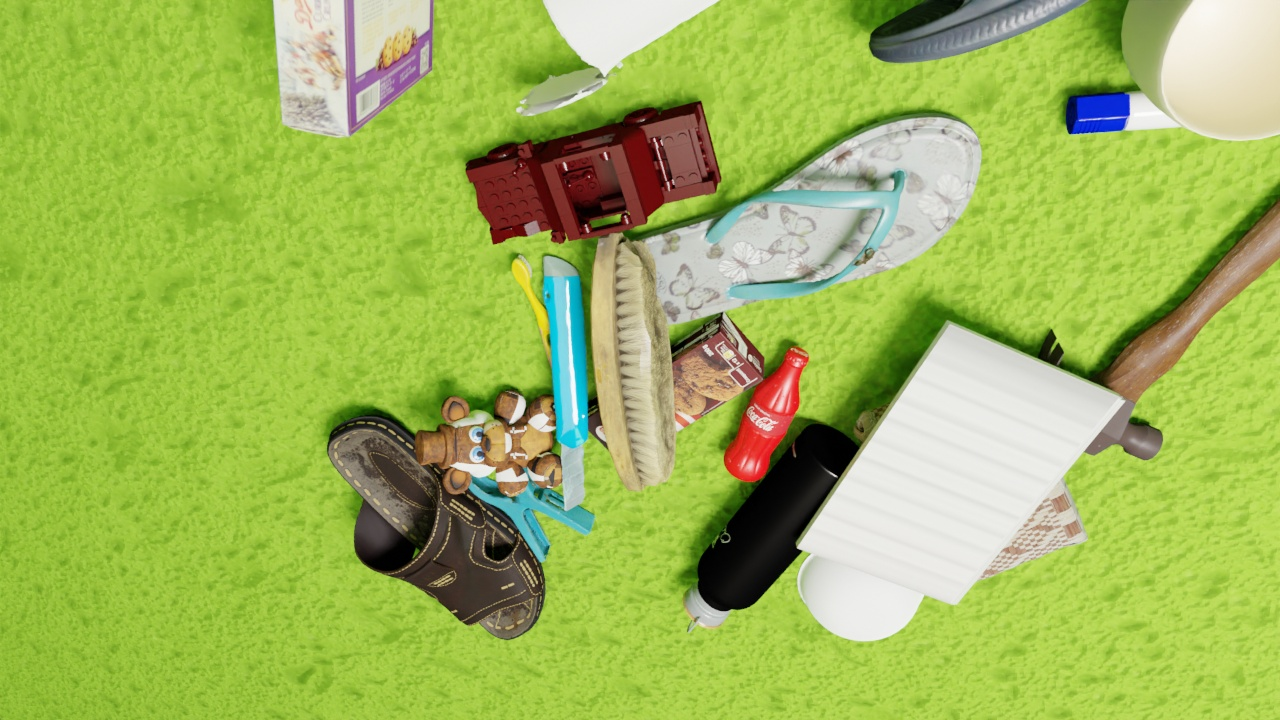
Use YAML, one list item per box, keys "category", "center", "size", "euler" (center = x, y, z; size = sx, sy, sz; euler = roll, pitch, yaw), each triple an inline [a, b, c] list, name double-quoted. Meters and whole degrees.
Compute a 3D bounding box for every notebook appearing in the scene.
- category: "notebook"
  center: [0.227, 0.084, 0.667]
  size: [0.142, 0.009, 0.210]
  euler: [21, 118, -10]

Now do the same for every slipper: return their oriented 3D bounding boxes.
- category: "slipper"
  center: [-0.181, 0.161, 0.812]
  size: [0.113, 0.075, 0.268]
  euler: [-25, 114, 24]
- category: "slipper"
  center: [0.234, -0.242, 0.465]
  size: [0.269, 0.110, 0.083]
  euler: [-26, 111, 20]
- category: "slipper"
  center: [0.102, -0.077, 0.625]
  size: [0.269, 0.054, 0.098]
  euler: [-21, 118, 23]

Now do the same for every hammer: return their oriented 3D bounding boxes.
- category: "hammer"
  center: [0.387, -0.061, 0.596]
  size: [0.115, 0.033, 0.324]
  euler: [27, 122, -9]

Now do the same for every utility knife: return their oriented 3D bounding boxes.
- category: "utility knife"
  center: [-0.056, 0.021, 0.708]
  size: [0.031, 0.015, 0.205]
  euler: [-1, 103, 0]

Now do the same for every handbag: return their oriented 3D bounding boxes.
- category: "handbag"
  center: [0.253, 0.088, 0.705]
  size: [0.124, 0.047, 0.186]
  euler: [-26, 115, 15]

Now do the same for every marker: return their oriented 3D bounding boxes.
- category: "marker"
  center: [0.329, -0.153, 0.549]
  size: [0.133, 0.027, 0.023]
  euler: [-2, 90, 11]

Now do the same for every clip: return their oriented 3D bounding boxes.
- category: "clip"
  center: [-0.114, 0.127, 0.809]
  size: [0.114, 0.028, 0.127]
  euler: [-26, 113, 18]

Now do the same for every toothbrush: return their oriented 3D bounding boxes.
- category: "toothbrush"
  center: [-0.071, -0.022, 0.714]
  size: [0.021, 0.016, 0.135]
  euler: [-12, 121, 15]

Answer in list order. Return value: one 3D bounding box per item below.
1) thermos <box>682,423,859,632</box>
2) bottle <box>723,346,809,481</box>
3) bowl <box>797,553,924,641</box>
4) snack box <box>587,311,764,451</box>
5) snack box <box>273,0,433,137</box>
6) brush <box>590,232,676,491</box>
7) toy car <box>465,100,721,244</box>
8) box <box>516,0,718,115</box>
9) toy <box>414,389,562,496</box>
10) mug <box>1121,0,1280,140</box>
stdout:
- category: "thermos"
  center: [0.098, 0.153, 0.764]
  size: [0.061, 0.061, 0.232]
  euler: [28, 123, -7]
- category: "bottle"
  center: [0.099, 0.041, 0.707]
  size: [0.036, 0.036, 0.119]
  euler: [19, 123, -2]
- category: "bowl"
  center: [0.192, 0.208, 0.794]
  size: [0.110, 0.040, 0.110]
  euler: [5, 123, 7]
- category: "snack box"
  center: [0.024, 0.024, 0.713]
  size: [0.141, 0.031, 0.051]
  euler: [-34, 111, 27]
- category: "snack box"
  center: [-0.158, -0.222, 0.526]
  size: [0.040, 0.143, 0.148]
  euler: [12, 123, 3]
- category: "brush"
  center: [-0.004, 0.004, 0.657]
  size: [0.043, 0.059, 0.195]
  euler: [0, 109, 19]
- category: "toy car"
  center: [-0.036, -0.120, 0.616]
  size: [0.170, 0.061, 0.070]
  euler: [-10, 119, 16]
- category: "box"
  center: [-0.024, -0.210, 0.548]
  size: [0.166, 0.083, 0.092]
  euler: [-22, 125, 24]
- category: "toy"
  center: [-0.120, 0.067, 0.737]
  size: [0.112, 0.067, 0.087]
  euler: [0, 86, -28]
- category: "mug"
  center: [0.325, -0.178, 0.491]
  size: [0.120, 0.099, 0.096]
  euler: [9, 125, 2]
